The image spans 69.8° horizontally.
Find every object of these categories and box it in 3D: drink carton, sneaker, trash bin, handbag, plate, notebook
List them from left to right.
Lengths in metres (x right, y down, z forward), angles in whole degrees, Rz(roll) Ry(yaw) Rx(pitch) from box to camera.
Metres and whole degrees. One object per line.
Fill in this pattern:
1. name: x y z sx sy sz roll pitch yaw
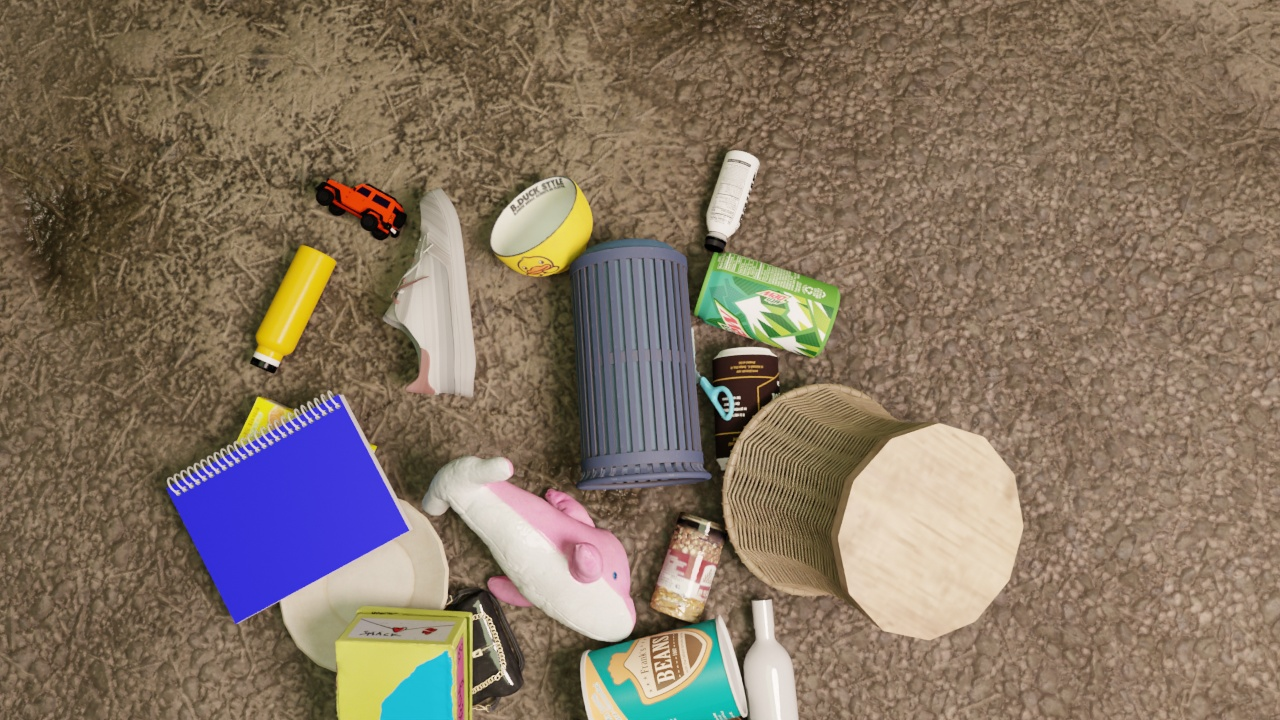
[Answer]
1. notebook: -0.372 0.152 0.969 0.209 0.022 0.171 -28 88 2
2. drink carton: -0.364 0.093 1.005 0.134 0.043 0.058 23 84 5
3. plate: -0.292 0.236 0.981 0.189 0.027 0.188 -2 79 8
4. sneaker: -0.237 -0.072 1.003 0.089 0.099 0.236 -6 82 -15
5. handbag: -0.176 0.308 0.970 0.079 0.054 0.128 -25 84 7
6. trash bin: -0.006 0.006 0.970 0.139 0.139 0.249 -4 79 -1

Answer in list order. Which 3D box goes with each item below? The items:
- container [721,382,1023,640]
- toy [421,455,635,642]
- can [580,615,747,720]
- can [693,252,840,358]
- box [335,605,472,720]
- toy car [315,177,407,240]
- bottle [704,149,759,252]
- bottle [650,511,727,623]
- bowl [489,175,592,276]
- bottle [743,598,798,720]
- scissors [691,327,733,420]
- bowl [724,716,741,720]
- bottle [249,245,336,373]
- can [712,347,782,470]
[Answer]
1. container: 0.221 0.142 0.880 0.226 0.196 0.227 -1 94 -19
2. toy: -0.096 0.181 0.954 0.265 0.187 0.127 44 44 -15
3. can: 0.024 0.325 0.925 0.144 0.099 0.099 -17 81 7
4. can: 0.137 -0.062 1.006 0.144 0.083 0.083 18 81 3
5. box: -0.233 0.365 0.915 0.124 0.079 0.221 0 101 3
6. toy car: -0.316 -0.176 1.043 0.100 0.051 0.048 29 85 4
7. bottle: 0.100 -0.180 1.046 0.041 0.041 0.116 18 81 3
8. bottle: 0.052 0.219 0.975 0.056 0.056 0.105 19 82 3
9. bowl: -0.101 -0.139 1.017 0.117 0.067 0.117 -22 44 23
10. bottle: 0.136 0.349 0.956 0.052 0.052 0.195 -4 81 -1
11. scissors: 0.066 0.027 0.992 0.015 0.118 0.139 -4 88 -34
12. bowl: 0.063 0.415 0.945 0.119 0.032 0.119 -6 63 11
13. bottle: -0.392 -0.056 1.027 0.043 0.043 0.143 23 82 4
14. can: 0.115 0.054 0.993 0.072 0.072 0.128 -2 81 0
